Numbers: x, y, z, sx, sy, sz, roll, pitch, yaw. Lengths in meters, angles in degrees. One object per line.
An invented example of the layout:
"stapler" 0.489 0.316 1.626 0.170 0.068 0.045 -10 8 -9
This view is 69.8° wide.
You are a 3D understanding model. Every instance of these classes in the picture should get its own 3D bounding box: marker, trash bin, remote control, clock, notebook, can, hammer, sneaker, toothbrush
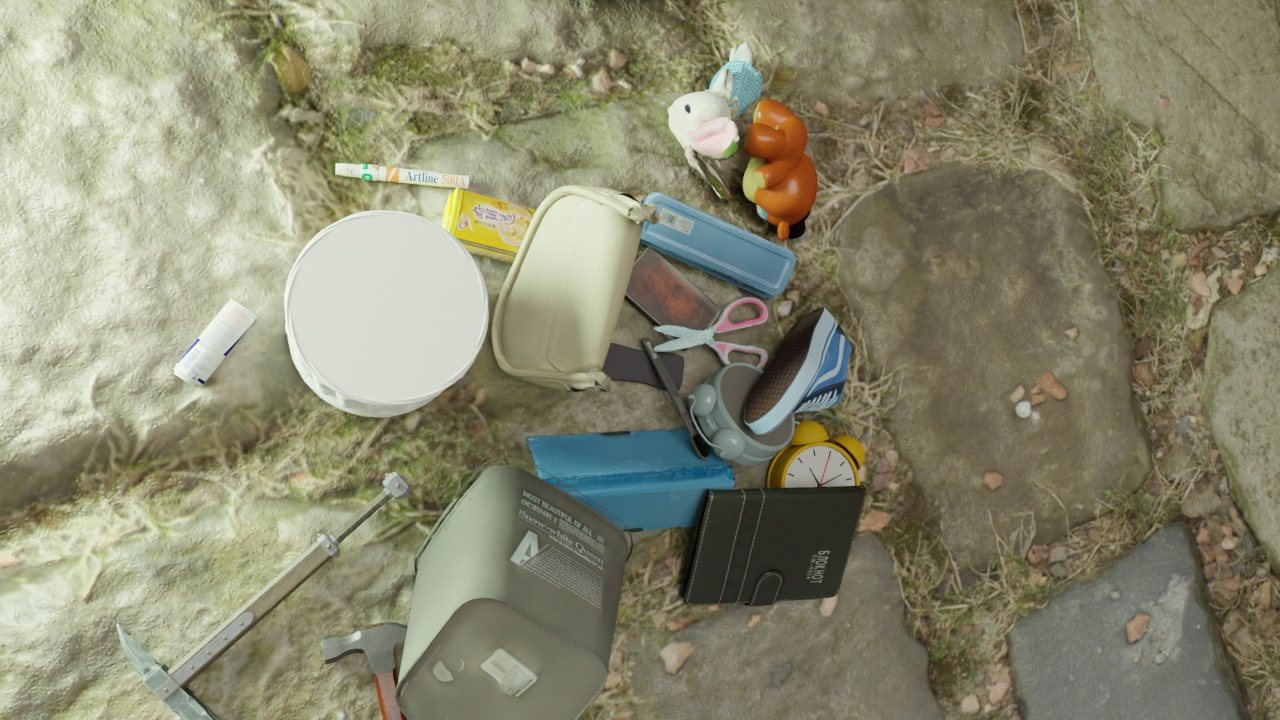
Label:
"marker" -0.268 -0.209 1.037 0.145 0.017 0.017 3 84 -19
"trash bin" -0.124 0.247 0.897 0.197 0.219 0.198 34 105 -12
"remote control" -0.007 0.006 1.108 0.124 0.009 0.046 10 82 -18
"clock" 0.118 0.064 1.090 0.159 0.045 0.122 -12 67 -46
"notebook" 0.158 0.224 1.097 0.209 0.029 0.170 2 114 -17
"can" -0.441 -0.018 0.951 0.032 0.032 0.095 37 75 -12
"hammer" -0.370 0.227 0.954 0.316 0.028 0.147 -43 99 -18
"clock" 0.223 0.142 1.152 0.113 0.052 0.152 22 82 -16
"sneaker" 0.206 0.030 1.097 0.098 0.084 0.240 50 41 -9
"can" -0.169 -0.150 1.037 0.105 0.068 0.067 13 81 -18
"toothbrush" 0.040 0.043 1.084 0.012 0.013 0.167 -15 67 -30
"hammer" -0.251 0.428 0.975 0.111 0.028 0.300 -12 89 -19

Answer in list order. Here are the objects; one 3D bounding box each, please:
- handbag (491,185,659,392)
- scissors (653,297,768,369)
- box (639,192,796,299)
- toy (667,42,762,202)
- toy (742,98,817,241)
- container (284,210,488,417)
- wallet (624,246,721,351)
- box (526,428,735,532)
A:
"handbag" -0.050 -0.075 0.989 0.131 0.184 0.229 2 109 -38
"scissors" 0.088 -0.013 1.123 0.178 0.016 0.108 -15 102 -29
"box" 0.088 -0.141 1.140 0.210 0.064 0.069 22 95 -14
"toy" 0.090 -0.316 1.133 0.106 0.131 0.205 15 67 4
"toy" 0.174 -0.228 1.130 0.176 0.096 0.111 58 36 -30
"container" -0.260 -0.041 0.932 0.189 0.187 0.189 2 84 -19
"wallet" 0.033 -0.076 1.124 0.123 0.019 0.072 41 74 -11
"box" -0.018 0.135 1.076 0.231 0.094 0.110 -2 46 -18
